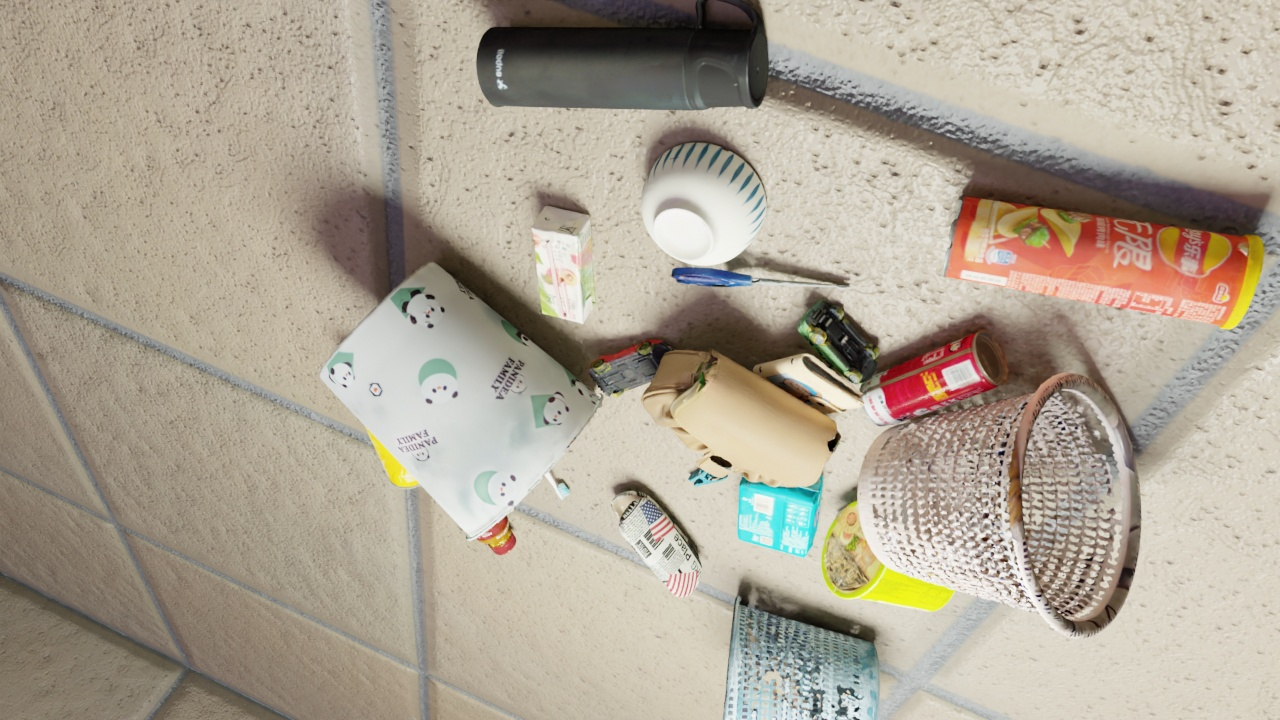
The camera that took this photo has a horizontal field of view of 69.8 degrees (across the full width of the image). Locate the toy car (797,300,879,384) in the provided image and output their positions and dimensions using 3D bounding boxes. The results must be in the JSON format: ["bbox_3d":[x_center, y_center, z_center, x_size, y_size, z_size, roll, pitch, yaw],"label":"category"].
[{"bbox_3d":[0.193,-0.016,0.894,0.091,0.043,0.036,45,152,-5],"label":"toy car"}]

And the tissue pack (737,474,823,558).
[{"bbox_3d":[0.166,0.178,1.097,0.093,0.050,0.134,13,136,16],"label":"tissue pack"}]

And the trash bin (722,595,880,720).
[{"bbox_3d":[0.214,0.443,1.233,0.195,0.226,0.227,5,135,8],"label":"trash bin"}]

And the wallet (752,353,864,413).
[{"bbox_3d":[0.172,0.025,0.933,0.087,0.024,0.115,37,164,-10],"label":"wallet"}]

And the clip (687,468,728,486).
[{"bbox_3d":[0.082,0.142,1.138,0.056,0.013,0.039,-27,113,42],"label":"clip"}]

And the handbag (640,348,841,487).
[{"bbox_3d":[0.103,0.068,0.964,0.204,0.099,0.148,29,161,-8],"label":"handbag"}]

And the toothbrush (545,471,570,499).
[{"bbox_3d":[-0.154,0.109,1.228,0.027,0.026,0.224,-29,120,-1],"label":"toothbrush"}]

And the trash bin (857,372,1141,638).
[{"bbox_3d":[0.323,0.132,0.860,0.193,0.226,0.227,-8,127,51],"label":"trash bin"}]

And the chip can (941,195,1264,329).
[{"bbox_3d":[0.353,-0.079,0.720,0.217,0.073,0.073,12,136,19],"label":"chip can"}]

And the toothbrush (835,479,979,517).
[{"bbox_3d":[0.296,0.158,1.030,0.017,0.016,0.188,38,139,-24],"label":"toothbrush"}]

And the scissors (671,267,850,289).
[{"bbox_3d":[0.117,-0.076,0.896,0.174,0.012,0.108,7,176,-10],"label":"scissors"}]

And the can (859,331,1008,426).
[{"bbox_3d":[0.276,0.021,0.875,0.053,0.053,0.133,45,136,-16],"label":"can"}]

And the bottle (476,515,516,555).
[{"bbox_3d":[-0.244,0.219,1.364,0.058,0.057,0.175,-7,127,34],"label":"bottle"}]

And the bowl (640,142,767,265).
[{"bbox_3d":[0.051,-0.133,0.842,0.116,0.066,0.117,16,137,16],"label":"bowl"}]

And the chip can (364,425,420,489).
[{"bbox_3d":[-0.350,0.087,1.283,0.072,0.071,0.214,10,135,21],"label":"chip can"}]

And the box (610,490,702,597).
[{"bbox_3d":[0.022,0.248,1.221,0.076,0.087,0.162,-25,115,23],"label":"box"}]

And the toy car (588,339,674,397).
[{"bbox_3d":[-0.006,0.006,1.038,0.106,0.031,0.049,-20,124,27],"label":"toy car"}]

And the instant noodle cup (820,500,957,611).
[{"bbox_3d":[0.286,0.227,1.030,0.123,0.111,0.112,22,143,-23],"label":"instant noodle cup"}]

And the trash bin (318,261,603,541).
[{"bbox_3d":[-0.210,0.037,1.056,0.252,0.228,0.230,44,137,-7],"label":"trash bin"}]

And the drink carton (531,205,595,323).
[{"bbox_3d":[-0.080,-0.097,0.967,0.053,0.045,0.123,15,137,15],"label":"drink carton"}]

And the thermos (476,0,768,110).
[{"bbox_3d":[-0.016,-0.256,0.769,0.243,0.068,0.090,7,102,22],"label":"thermos"}]
